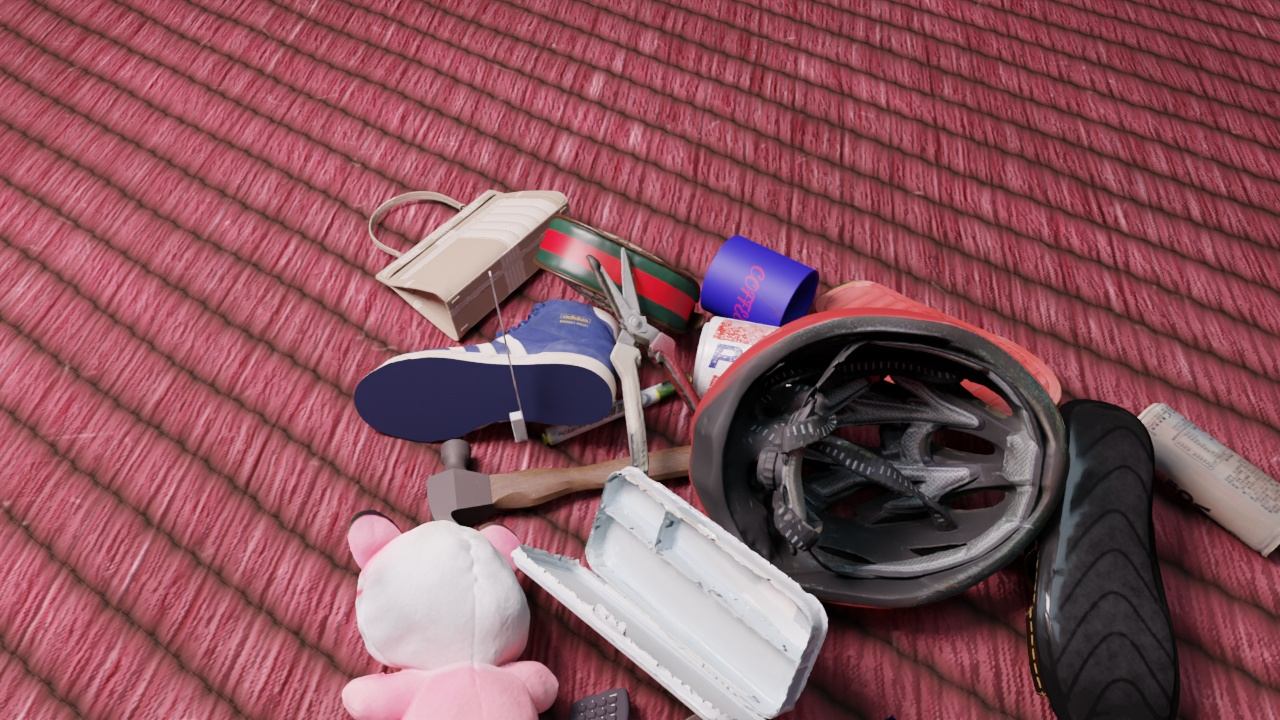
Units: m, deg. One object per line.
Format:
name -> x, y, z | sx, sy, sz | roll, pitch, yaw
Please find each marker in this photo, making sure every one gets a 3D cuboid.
marker -> -0.019, 0.044, 0.820 | 0.146, 0.017, 0.017 | -22, 53, -16

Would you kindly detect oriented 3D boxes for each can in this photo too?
can -> 0.466, 0.094, 0.751 | 0.054, 0.054, 0.135 | -31, 57, -23
can -> 0.119, 0.010, 0.808 | 0.136, 0.078, 0.078 | 10, 51, 9

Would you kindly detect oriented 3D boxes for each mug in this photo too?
mug -> 0.121, -0.070, 0.884 | 0.083, 0.079, 0.111 | 28, 27, 22

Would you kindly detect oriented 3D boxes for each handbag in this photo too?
handbag -> -0.200, -0.128, 0.946 | 0.198, 0.062, 0.175 | 26, 55, 28
handbag -> -0.016, -0.075, 0.850 | 0.166, 0.138, 0.063 | 26, 93, -1

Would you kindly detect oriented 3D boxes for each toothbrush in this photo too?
toothbrush -> -0.105, 0.003, 0.710 | 0.010, 0.182, 0.010 | -12, 45, -7

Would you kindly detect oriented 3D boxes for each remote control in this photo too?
remote control -> -0.029, 0.270, 0.602 | 0.046, 0.009, 0.124 | -21, 29, 12

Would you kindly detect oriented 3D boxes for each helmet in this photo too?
helmet -> 0.172, 0.068, 0.687 | 0.272, 0.217, 0.167 | 3, 8, 1

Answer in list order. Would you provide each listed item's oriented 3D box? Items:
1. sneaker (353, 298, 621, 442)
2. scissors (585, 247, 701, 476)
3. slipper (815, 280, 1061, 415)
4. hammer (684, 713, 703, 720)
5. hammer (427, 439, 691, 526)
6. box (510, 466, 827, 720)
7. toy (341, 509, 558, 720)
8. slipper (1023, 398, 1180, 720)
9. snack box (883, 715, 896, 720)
sneaker -> -0.125, -0.001, 0.814 | 0.233, 0.091, 0.118 | -5, 33, 16
scissors -> 0.008, 0.008, 0.753 | 0.187, 0.015, 0.179 | 31, 62, -16
slipper -> 0.256, 0.003, 0.828 | 0.103, 0.059, 0.249 | -29, 40, -21
hammer -> 0.124, 0.339, 0.550 | 0.314, 0.035, 0.137 | 36, 59, 29
hammer -> -0.014, 0.095, 0.769 | 0.323, 0.033, 0.115 | -9, 49, -8
box -> 0.005, 0.169, 0.620 | 0.124, 0.107, 0.215 | -7, 27, -44
toy -> -0.123, 0.200, 0.615 | 0.141, 0.084, 0.212 | 5, 52, -28
slipper -> 0.337, 0.158, 0.686 | 0.113, 0.076, 0.267 | 9, 66, 2
snack box -> 0.186, 0.297, 0.570 | 0.082, 0.027, 0.150 | 0, 34, -44
